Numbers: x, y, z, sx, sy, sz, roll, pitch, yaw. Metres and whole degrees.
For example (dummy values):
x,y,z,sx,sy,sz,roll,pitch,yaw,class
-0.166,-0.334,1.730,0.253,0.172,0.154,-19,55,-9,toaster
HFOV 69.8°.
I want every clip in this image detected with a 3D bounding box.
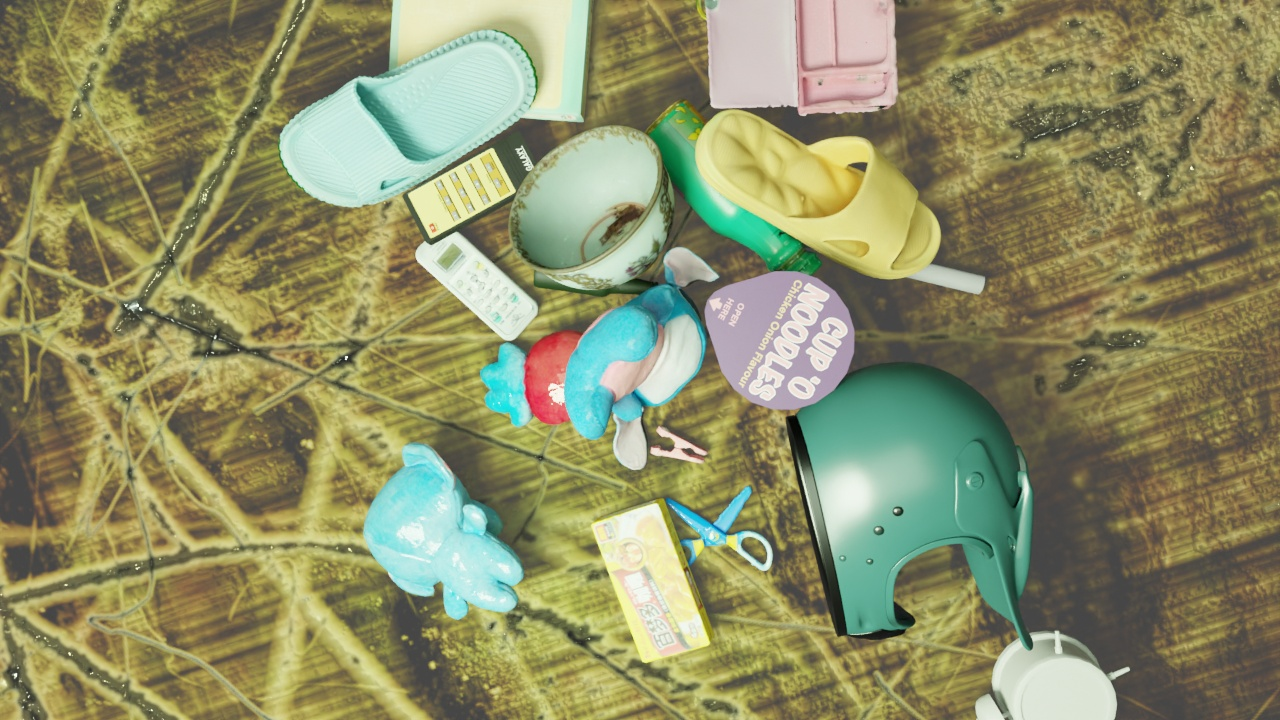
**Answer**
x,y,z,sx,sy,sz,roll,pitch,yaw,class
0.035,0.092,0.924,0.059,0.023,0.045,42,98,2,clip

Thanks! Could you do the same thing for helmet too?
x,y,z,sx,sy,sz,roll,pitch,yaw,class
0.256,0.135,0.840,0.200,0.176,0.275,-13,95,5,helmet

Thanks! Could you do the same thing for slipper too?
x,y,z,sx,sy,sz,roll,pitch,yaw,class
-0.226,-0.223,0.871,0.277,0.069,0.116,-22,117,15,slipper
0.177,-0.156,0.842,0.263,0.079,0.099,23,72,-15,slipper

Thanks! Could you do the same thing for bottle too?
x,y,z,sx,sy,sz,roll,pitch,yaw,class
0.090,-0.155,0.887,0.068,0.068,0.209,-43,90,3,bottle
-0.044,-0.080,0.915,0.123,0.033,0.033,9,93,2,bottle

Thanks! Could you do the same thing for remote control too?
x,y,z,sx,sy,sz,roll,pitch,yaw,class
-0.164,-0.079,0.925,0.133,0.022,0.050,42,94,0,remote control
-0.164,-0.170,0.906,0.133,0.013,0.058,-29,83,1,remote control

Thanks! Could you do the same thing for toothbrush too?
x,y,z,sx,sy,sz,roll,pitch,yaw,class
0.245,-0.096,0.907,0.188,0.019,0.018,14,76,2,toothbrush

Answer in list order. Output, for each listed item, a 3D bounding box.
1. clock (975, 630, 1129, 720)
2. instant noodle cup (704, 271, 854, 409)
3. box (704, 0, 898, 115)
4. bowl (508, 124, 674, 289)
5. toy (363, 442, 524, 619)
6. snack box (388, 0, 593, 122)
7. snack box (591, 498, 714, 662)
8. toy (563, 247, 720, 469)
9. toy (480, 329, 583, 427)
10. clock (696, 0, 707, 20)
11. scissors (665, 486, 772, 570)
x,y,z,sx,sy,sz,roll,pitch,yaw,class
0.396,0.343,0.903,0.120,0.061,0.159,28,98,1,clock
0.122,-0.023,0.864,0.137,0.122,0.122,28,93,1,instant noodle cup
0.141,-0.341,0.830,0.179,0.040,0.232,-1,91,-4,box
-0.032,-0.127,0.857,0.160,0.094,0.159,-15,56,23,bowl
-0.182,0.171,0.897,0.181,0.114,0.184,24,116,19,toy
-0.147,-0.316,0.903,0.193,0.044,0.141,5,94,3,snack box
0.012,0.221,0.921,0.075,0.025,0.152,-20,91,15,snack box
-0.005,0.005,0.843,0.099,0.191,0.224,27,111,15,toy
-0.096,0.020,0.911,0.133,0.062,0.092,-9,77,20,toy
0.134,-0.348,0.881,0.162,0.060,0.118,14,92,3,clock
0.075,0.180,0.930,0.126,0.013,0.125,35,95,-2,scissors
